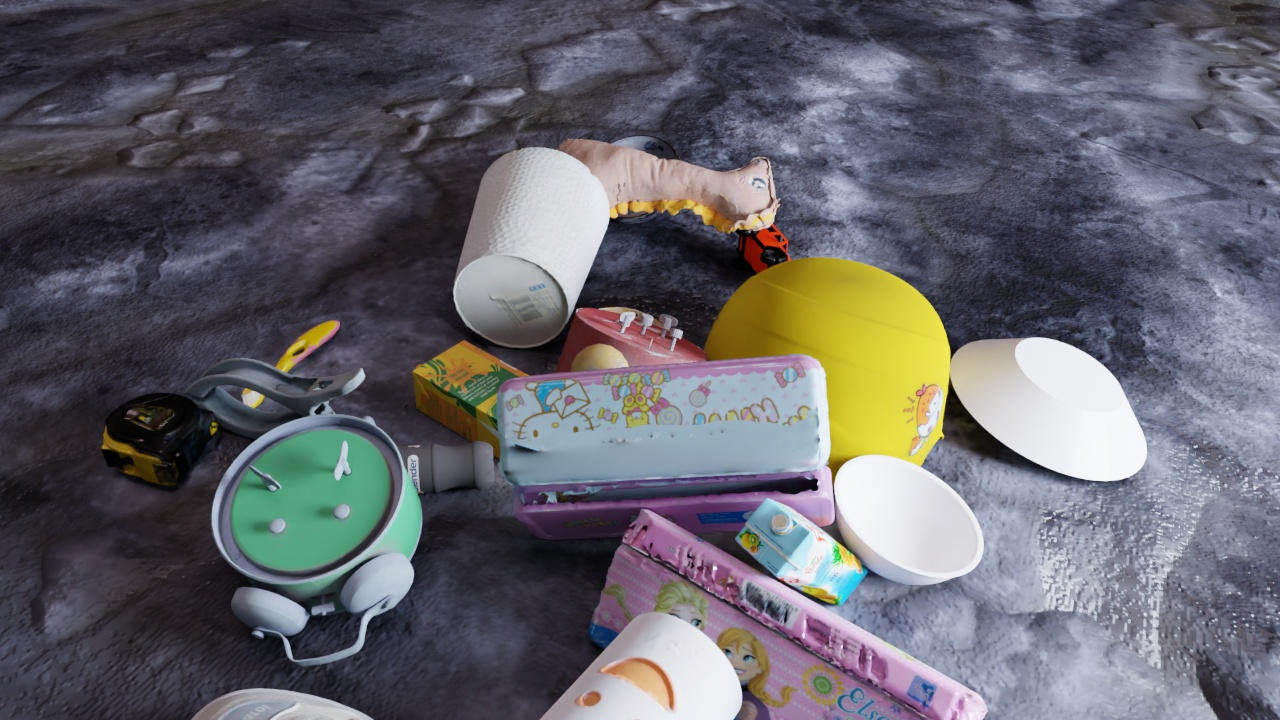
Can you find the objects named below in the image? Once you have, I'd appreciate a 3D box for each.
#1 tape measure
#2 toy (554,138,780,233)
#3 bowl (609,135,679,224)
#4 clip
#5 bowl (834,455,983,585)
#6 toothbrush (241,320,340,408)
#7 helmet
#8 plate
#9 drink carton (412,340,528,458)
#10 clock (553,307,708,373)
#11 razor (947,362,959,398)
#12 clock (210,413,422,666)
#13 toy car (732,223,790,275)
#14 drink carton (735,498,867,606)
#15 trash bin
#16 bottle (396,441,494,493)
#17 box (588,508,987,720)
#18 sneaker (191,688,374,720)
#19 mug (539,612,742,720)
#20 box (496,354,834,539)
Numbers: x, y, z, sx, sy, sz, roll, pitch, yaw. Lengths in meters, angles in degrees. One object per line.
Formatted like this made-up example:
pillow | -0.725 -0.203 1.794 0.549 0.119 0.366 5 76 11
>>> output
tape measure | -0.363 0.056 0.691 0.072 0.042 0.071 8 40 9
toy | 0.005 -0.161 0.959 0.264 0.065 0.195 21 67 21
bowl | -0.005 -0.197 1.043 0.114 0.045 0.114 -7 63 14
clip | -0.273 0.042 0.711 0.162 0.090 0.027 1 35 19
bowl | 0.181 0.121 0.651 0.110 0.041 0.109 13 37 -10
toothbrush | -0.301 -0.001 0.794 0.021 0.016 0.135 12 38 13
helmet | 0.161 -0.017 0.756 0.209 0.140 0.239 22 40 22
plate | 0.354 0.024 0.780 0.174 0.036 0.173 10 39 -9
drink carton | -0.125 0.033 0.745 0.122 0.041 0.058 27 42 26
clock | -0.004 0.004 0.711 0.117 0.081 0.158 17 13 -11
razor | 0.317 0.007 0.839 0.105 0.026 0.042 -16 40 -31
clock | -0.205 0.114 0.589 0.122 0.075 0.161 -12 53 -6
toy car | 0.131 -0.108 0.948 0.048 0.051 0.100 -11 39 -16
drink carton | 0.105 0.124 0.584 0.044 0.129 0.038 38 90 37
trash bin | -0.105 -0.102 0.861 0.133 0.133 0.161 6 42 3
bottle | -0.164 0.081 0.680 0.110 0.036 0.036 -3 37 -9
box | 0.075 0.185 0.545 0.230 0.085 0.090 26 70 26
sneaker | -0.135 0.218 0.455 0.242 0.091 0.089 21 41 22
mug | -0.005 0.201 0.497 0.082 0.082 0.105 25 41 25
box | 0.016 0.067 0.597 0.214 0.140 0.062 -5 29 12
